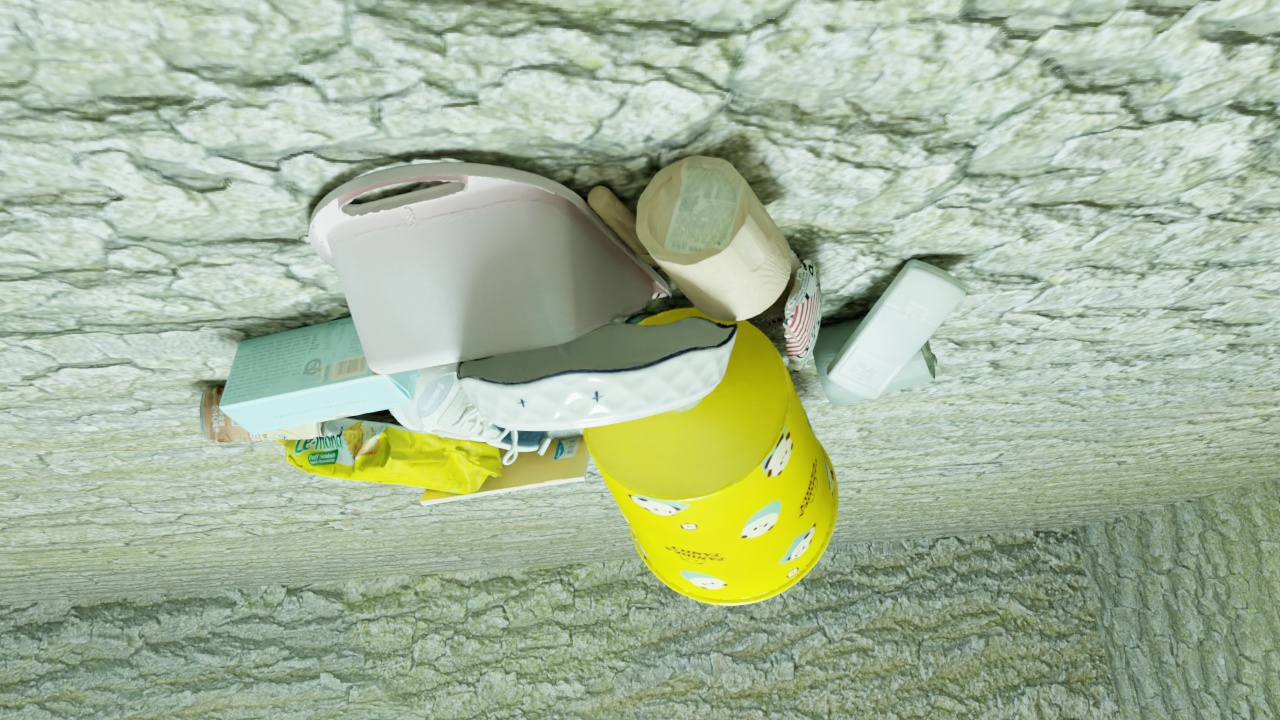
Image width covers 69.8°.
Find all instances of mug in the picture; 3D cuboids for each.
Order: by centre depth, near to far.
[{"bbox_3d":[0.034,-0.088,0.643,0.125,0.084,0.103,16,170,26],"label":"mug"},{"bbox_3d":[0.244,-0.001,0.941,0.104,0.083,0.124,-17,160,24],"label":"mug"}]

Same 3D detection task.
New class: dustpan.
[{"bbox_3d":[-0.114,-0.080,0.710,0.223,0.139,0.273,-10,-171,14],"label":"dustpan"}]

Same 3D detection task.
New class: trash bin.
[{"bbox_3d":[0.066,0.092,0.882,0.230,0.229,0.255,-9,150,12],"label":"trash bin"}]

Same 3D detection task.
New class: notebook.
[{"bbox_3d":[-0.151,0.109,1.102,0.206,0.145,0.010,-11,122,15],"label":"notebook"}]

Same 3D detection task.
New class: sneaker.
[{"bbox_3d":[-0.168,0.057,0.943,0.091,0.089,0.242,36,-178,25],"label":"sneaker"}]

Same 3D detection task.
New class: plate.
[{"bbox_3d":[-0.030,0.008,0.677,0.205,0.045,0.204,-7,-170,1],"label":"plate"}]

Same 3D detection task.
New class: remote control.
[{"bbox_3d":[0.232,-0.026,0.844,0.058,0.021,0.150,24,129,-8],"label":"remote control"}]

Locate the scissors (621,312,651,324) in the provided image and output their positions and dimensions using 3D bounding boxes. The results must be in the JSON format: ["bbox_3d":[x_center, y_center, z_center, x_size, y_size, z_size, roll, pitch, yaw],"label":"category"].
[{"bbox_3d":[-0.072,-0.001,0.843,0.170,0.019,0.181,-30,167,13],"label":"scissors"}]

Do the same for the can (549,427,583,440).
[{"bbox_3d":[-0.043,0.054,1.059,0.147,0.058,0.058,-10,161,14],"label":"can"}]

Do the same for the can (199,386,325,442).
[{"bbox_3d":[-0.393,0.055,0.960,0.116,0.058,0.059,-2,162,-13],"label":"can"}]

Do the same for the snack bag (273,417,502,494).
[{"bbox_3d":[-0.287,0.107,1.045,0.247,0.068,0.157,1,169,42],"label":"snack bag"}]

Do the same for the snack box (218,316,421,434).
[{"bbox_3d":[-0.281,0.010,0.814,0.175,0.074,0.052,-10,142,15],"label":"snack box"}]

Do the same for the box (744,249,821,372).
[{"bbox_3d":[0.115,-0.049,0.801,0.087,0.076,0.163,19,169,19],"label":"box"}]
